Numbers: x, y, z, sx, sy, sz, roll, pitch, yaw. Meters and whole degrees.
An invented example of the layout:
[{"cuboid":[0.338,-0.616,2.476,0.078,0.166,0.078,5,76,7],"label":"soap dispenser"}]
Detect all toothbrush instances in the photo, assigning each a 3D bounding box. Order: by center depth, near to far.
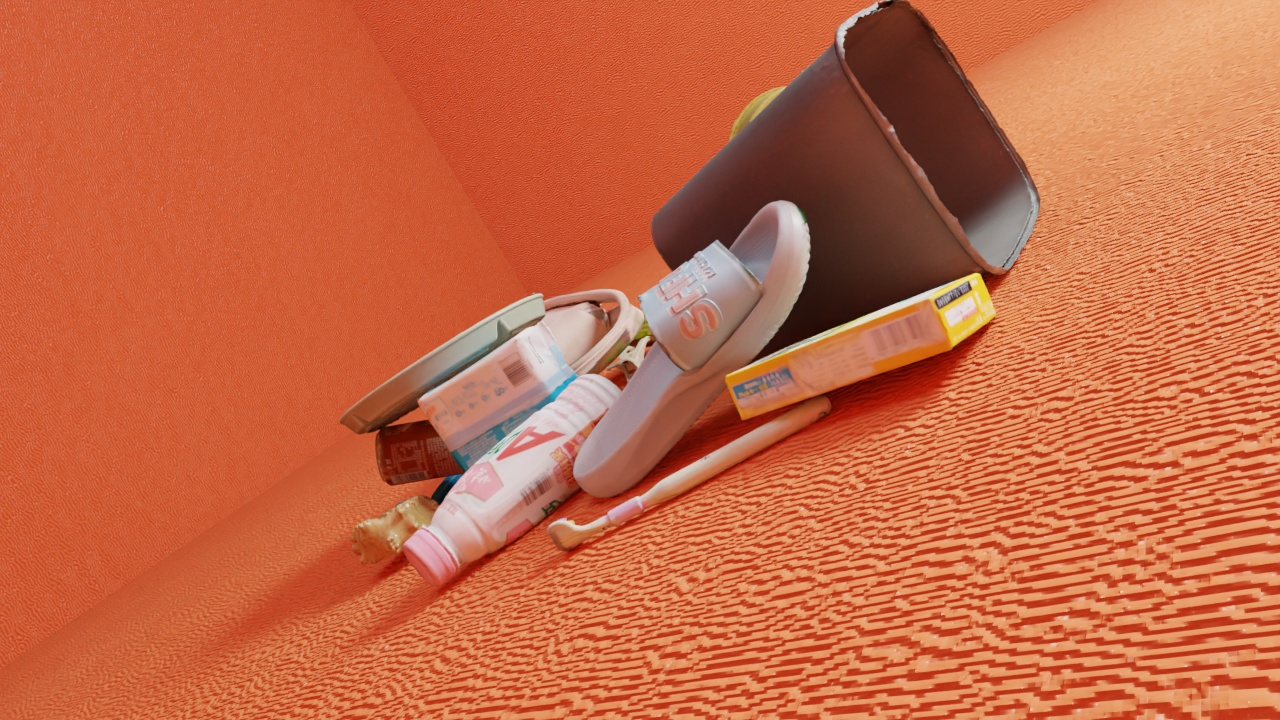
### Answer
[{"cuboid":[0.029,0.068,0.557,0.190,0.029,0.020,-28,51,10],"label":"toothbrush"}]

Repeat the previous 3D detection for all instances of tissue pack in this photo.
[{"cuboid":[-0.117,0.037,0.799,0.140,0.090,0.063,-31,7,14],"label":"tissue pack"}]

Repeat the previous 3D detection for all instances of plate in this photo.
[{"cuboid":[-0.186,0.006,0.895,0.230,0.027,0.230,-33,1,1],"label":"plate"}]

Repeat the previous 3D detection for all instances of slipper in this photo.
[{"cuboid":[0.022,-0.012,0.625,0.246,0.074,0.104,-52,15,15],"label":"slipper"}]

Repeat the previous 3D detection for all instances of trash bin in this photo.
[{"cuboid":[0.147,-0.123,0.704,0.220,0.198,0.198,-31,7,41],"label":"trash bin"}]

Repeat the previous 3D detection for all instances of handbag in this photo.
[{"cuboid":[-0.086,-0.001,0.971,0.235,0.093,0.192,-23,24,50],"label":"handbag"}]

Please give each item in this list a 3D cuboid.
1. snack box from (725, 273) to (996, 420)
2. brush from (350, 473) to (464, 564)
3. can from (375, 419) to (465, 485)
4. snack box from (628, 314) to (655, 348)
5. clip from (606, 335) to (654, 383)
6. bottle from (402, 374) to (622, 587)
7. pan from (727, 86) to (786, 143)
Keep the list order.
[{"cuboid":[0.129,-0.008,0.545,0.141,0.033,0.086,-21,0,38],"label":"snack box"},{"cuboid":[-0.200,0.134,0.889,0.083,0.046,0.254,-30,4,14],"label":"brush"},{"cuboid":[-0.175,0.081,0.880,0.147,0.058,0.058,-9,8,-3],"label":"can"},{"cuboid":[0.018,-0.035,1.043,0.085,0.026,0.157,-5,-5,-29],"label":"snack box"},{"cuboid":[0.001,0.015,0.944,0.035,0.076,0.103,-26,20,20],"label":"clip"},{"cuboid":[-0.089,0.090,0.689,0.196,0.068,0.068,-40,12,-28],"label":"bottle"},{"cuboid":[0.268,-0.262,1.190,0.356,0.198,0.078,-12,7,-21],"label":"pan"}]
